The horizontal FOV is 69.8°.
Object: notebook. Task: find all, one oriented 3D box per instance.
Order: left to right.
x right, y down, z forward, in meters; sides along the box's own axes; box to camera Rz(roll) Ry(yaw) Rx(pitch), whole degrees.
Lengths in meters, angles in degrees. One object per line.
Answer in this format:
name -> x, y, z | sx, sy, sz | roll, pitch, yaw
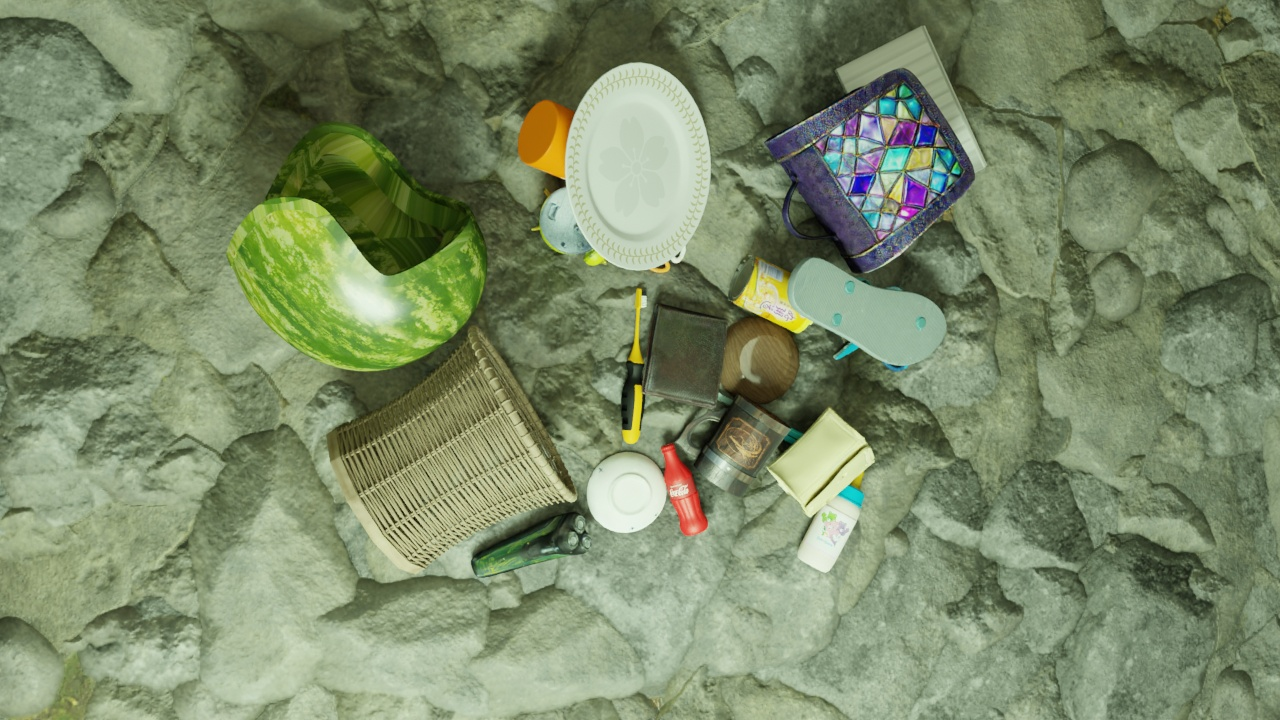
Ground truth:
notebook -> 0.367, -0.326, 1.238 | 0.142, 0.009, 0.210 | -29, 98, -9

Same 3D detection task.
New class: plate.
plate -> -0.015, 0.170, 1.166 | 0.104, 0.026, 0.104 | -1, 93, -12
plate -> -0.001, -0.230, 1.103 | 0.241, 0.016, 0.242 | -11, 106, -43

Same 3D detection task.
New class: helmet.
helmet -> -0.299, -0.101, 0.992 | 0.247, 0.212, 0.244 | 29, 124, -20

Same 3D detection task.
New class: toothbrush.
toothbrush -> -0.007, 0.007, 1.161 | 0.030, 0.031, 0.196 | 5, 87, -27

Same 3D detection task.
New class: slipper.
slipper -> 0.283, -0.058, 1.180 | 0.268, 0.055, 0.098 | 16, 89, -31

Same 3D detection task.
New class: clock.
clock -> -0.072, -0.164, 1.125 | 0.119, 0.057, 0.083 | 20, 87, -12

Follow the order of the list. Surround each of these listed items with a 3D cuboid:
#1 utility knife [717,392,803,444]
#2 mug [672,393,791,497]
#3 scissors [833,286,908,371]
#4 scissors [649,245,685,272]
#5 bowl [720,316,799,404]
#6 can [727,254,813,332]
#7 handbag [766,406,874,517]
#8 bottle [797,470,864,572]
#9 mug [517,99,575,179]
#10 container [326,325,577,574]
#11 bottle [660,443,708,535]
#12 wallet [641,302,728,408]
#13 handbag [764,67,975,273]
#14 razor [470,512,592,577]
utility knife -> 0.163, 0.082, 1.208 | 0.181, 0.015, 0.022 | 27, 106, -10
mug -> 0.113, 0.098, 1.165 | 0.116, 0.080, 0.107 | 35, 96, 17
scissors -> 0.319, -0.033, 1.238 | 0.134, 0.011, 0.137 | -37, 100, -11
scissors -> 0.010, -0.174, 1.165 | 0.064, 0.013, 0.128 | -32, 99, -10
bowl -> 0.157, 0.001, 1.194 | 0.117, 0.030, 0.118 | 0, 92, -12
can -> 0.173, -0.085, 1.176 | 0.105, 0.068, 0.067 | 24, 87, -12
handbag -> 0.234, 0.133, 1.170 | 0.119, 0.111, 0.081 | -43, 58, -1
bottle -> 0.260, 0.207, 1.214 | 0.051, 0.051, 0.146 | 30, 86, -12
mug -> -0.089, -0.269, 1.099 | 0.095, 0.078, 0.112 | 14, 46, -41
container -> -0.212, 0.106, 1.028 | 0.196, 0.227, 0.227 | -30, 98, -3
bottle -> 0.053, 0.163, 1.175 | 0.036, 0.036, 0.119 | -20, 96, -11
wallet -> 0.057, -0.006, 1.161 | 0.099, 0.031, 0.119 | 12, 75, -13
handbag -> 0.276, -0.235, 1.161 | 0.222, 0.125, 0.205 | -37, 99, -2
razor -> -0.135, 0.231, 1.124 | 0.151, 0.067, 0.054 | -19, 92, -3
